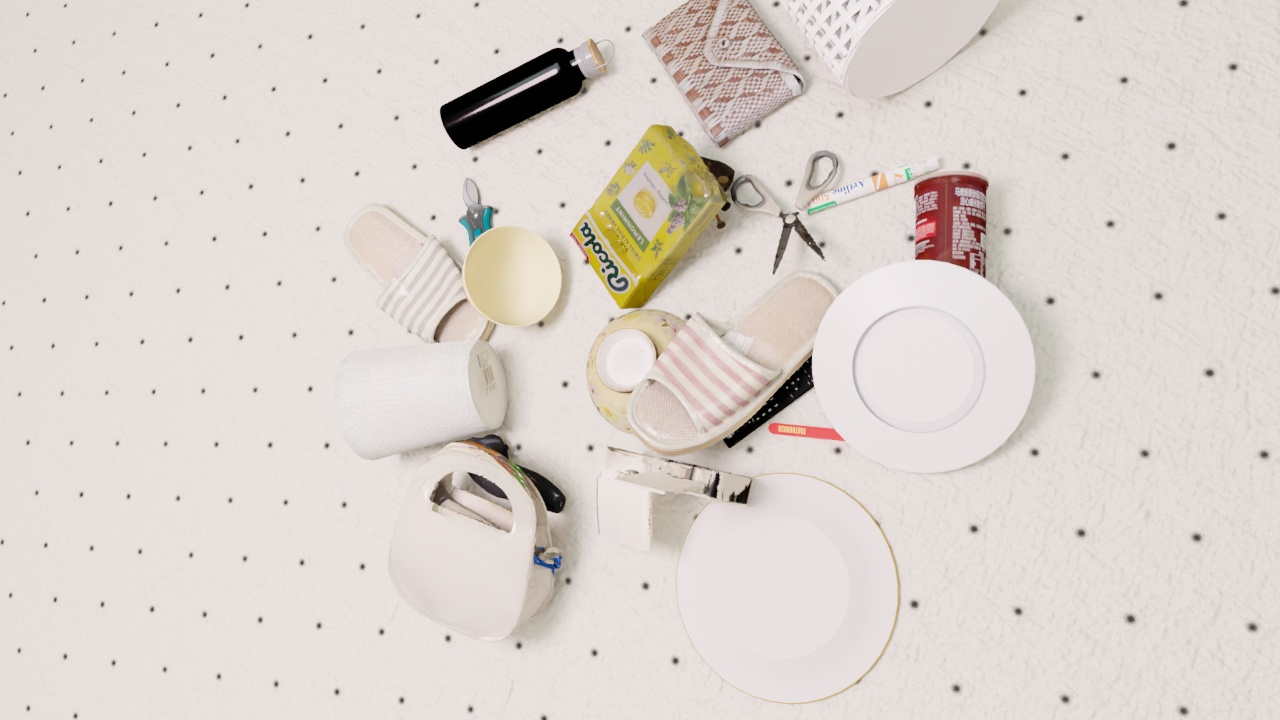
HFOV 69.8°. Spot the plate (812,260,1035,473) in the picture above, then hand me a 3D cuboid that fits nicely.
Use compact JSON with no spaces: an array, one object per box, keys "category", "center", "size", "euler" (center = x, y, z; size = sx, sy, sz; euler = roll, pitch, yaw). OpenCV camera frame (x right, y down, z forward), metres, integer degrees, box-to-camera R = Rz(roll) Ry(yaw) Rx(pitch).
[{"category":"plate","center":[0.266,0.008,0.884],"size":[0.209,0.015,0.209],"euler":[4,100,25]}]

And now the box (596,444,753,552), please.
[{"category":"box","center":[0.008,0.143,0.911],"size":[0.144,0.184,0.099],"euler":[9,83,32]}]

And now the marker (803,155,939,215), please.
[{"category":"marker","center":[0.244,-0.187,0.980],"size":[0.146,0.017,0.017],"euler":[-17,73,18]}]

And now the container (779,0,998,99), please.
[{"category":"container","center":[0.237,-0.400,0.934],"size":[0.189,0.189,0.186],"euler":[-33,70,12]}]

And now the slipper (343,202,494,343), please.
[{"category":"slipper","center":[-0.289,-0.108,1.158],"size":[0.114,0.054,0.272],"euler":[-46,66,2]}]

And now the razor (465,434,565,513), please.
[{"category":"razor","center":[-0.144,0.130,1.052],"size":[0.140,0.053,0.063],"euler":[23,63,19]}]

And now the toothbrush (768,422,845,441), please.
[{"category":"toothbrush","center":[0.232,0.078,0.929],"size":[0.213,0.018,0.012],"euler":[4,80,22]}]

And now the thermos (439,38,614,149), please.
[{"category":"thermos","center":[-0.135,-0.337,1.137],"size":[0.232,0.061,0.061],"euler":[-21,72,16]}]

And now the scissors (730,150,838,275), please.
[{"category":"scissors","center":[0.161,-0.167,0.992],"size":[0.171,0.012,0.157],"euler":[35,81,37]}]

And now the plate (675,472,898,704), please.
[{"category":"plate","center":[0.142,0.228,0.931],"size":[0.230,0.021,0.229],"euler":[-5,77,21]}]

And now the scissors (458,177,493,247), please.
[{"category":"scissors","center":[-0.197,-0.167,1.150],"size":[0.139,0.019,0.136],"euler":[20,84,25]}]

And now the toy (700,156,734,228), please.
[{"category":"toy","center":[0.073,-0.187,1.020],"size":[0.076,0.063,0.100],"euler":[-19,53,-1]}]

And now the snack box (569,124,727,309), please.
[{"category":"snack box","center":[0.005,-0.159,1.016],"size":[0.181,0.045,0.121],"euler":[-48,65,34]}]

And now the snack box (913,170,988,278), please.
[{"category":"snack box","center":[0.308,-0.119,0.912],"size":[0.072,0.072,0.121],"euler":[0,80,21]}]

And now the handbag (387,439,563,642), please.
[{"category":"handbag","center":[-0.179,0.189,1.018],"size":[0.201,0.092,0.200],"euler":[18,103,24]}]

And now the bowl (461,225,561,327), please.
[{"category":"bowl","center":[-0.162,-0.094,1.085],"size":[0.074,0.118,0.118],"euler":[-8,71,64]}]

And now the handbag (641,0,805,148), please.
[{"category":"handbag","center":[0.093,-0.350,1.059],"size":[0.124,0.047,0.185],"euler":[-34,69,13]}]

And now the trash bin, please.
[{"category":"trash bin","center":[-0.251,0.040,1.072],"size":[0.161,0.133,0.133],"euler":[-10,75,15]}]

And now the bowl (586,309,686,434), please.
[{"category":"bowl","center":[-0.006,0.006,1.013],"size":[0.145,0.063,0.145],"euler":[-5,75,21]}]

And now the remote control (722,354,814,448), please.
[{"category":"remote control","center":[0.142,0.041,0.977],"size":[0.140,0.009,0.030],"euler":[-38,68,10]}]

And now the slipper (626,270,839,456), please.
[{"category":"slipper","center":[0.097,-0.007,0.945],"size":[0.262,0.052,0.115],"euler":[-37,67,-10]}]
